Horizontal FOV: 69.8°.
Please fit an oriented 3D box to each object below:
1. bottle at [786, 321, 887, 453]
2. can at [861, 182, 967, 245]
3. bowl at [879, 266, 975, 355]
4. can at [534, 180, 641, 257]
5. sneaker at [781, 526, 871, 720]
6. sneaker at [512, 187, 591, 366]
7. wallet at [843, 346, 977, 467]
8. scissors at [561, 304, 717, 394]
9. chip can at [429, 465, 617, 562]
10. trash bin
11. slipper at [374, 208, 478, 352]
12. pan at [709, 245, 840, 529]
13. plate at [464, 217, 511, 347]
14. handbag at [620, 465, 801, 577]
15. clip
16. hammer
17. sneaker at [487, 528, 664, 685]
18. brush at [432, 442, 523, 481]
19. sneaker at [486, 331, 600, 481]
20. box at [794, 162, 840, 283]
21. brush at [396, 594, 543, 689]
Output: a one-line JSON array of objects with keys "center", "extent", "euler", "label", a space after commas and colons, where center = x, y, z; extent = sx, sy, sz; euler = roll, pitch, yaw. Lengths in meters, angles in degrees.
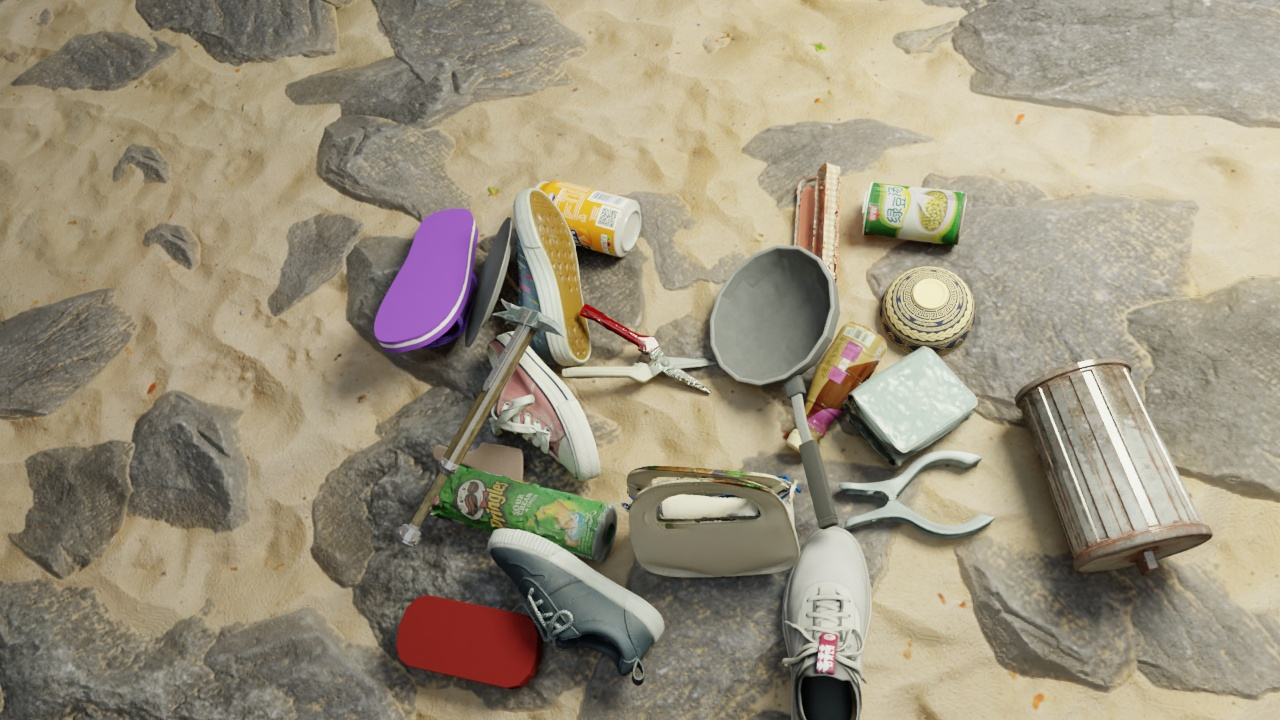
[{"center": [0.229, 0.036, 1.093], "extent": [0.060, 0.059, 0.166], "euler": [30, 85, 22], "label": "bottle"}, {"center": [0.342, -0.184, 1.154], "extent": [0.121, 0.067, 0.067], "euler": [10, 70, 16], "label": "can"}, {"center": [0.347, -0.067, 1.106], "extent": [0.112, 0.061, 0.112], "euler": [-5, 67, 11], "label": "bowl"}, {"center": [-0.075, -0.194, 1.245], "extent": [0.142, 0.079, 0.079], "euler": [18, 73, 19], "label": "can"}, {"center": [0.194, 0.293, 0.954], "extent": [0.097, 0.129, 0.262], "euler": [2, 64, 10], "label": "sneaker"}, {"center": [-0.130, -0.104, 1.197], "extent": [0.079, 0.087, 0.235], "euler": [-12, 93, 28], "label": "sneaker"}, {"center": [0.313, 0.052, 1.062], "extent": [0.131, 0.054, 0.100], "euler": [-30, 70, -15], "label": "wallet"}, {"center": [-0.011, -0.005, 1.157], "extent": [0.179, 0.015, 0.193], "euler": [-30, 74, -18], "label": "scissors"}, {"center": [-0.139, 0.183, 1.105], "extent": [0.223, 0.075, 0.075], "euler": [11, 70, 17], "label": "chip can"}, {"center": [0.490, 0.118, 0.961], "extent": [0.131, 0.131, 0.210], "euler": [-14, 64, 6], "label": "trash bin"}, {"center": [-0.273, -0.092, 1.253], "extent": [0.107, 0.084, 0.265], "euler": [-5, 46, 11], "label": "slipper"}, {"center": [0.180, 0.026, 1.077], "extent": [0.179, 0.041, 0.356], "euler": [-30, 56, 32], "label": "pan"}, {"center": [-0.195, -0.100, 1.197], "extent": [0.012, 0.179, 0.178], "euler": [18, 69, -18], "label": "plate"}, {"center": [0.074, 0.157, 0.998], "extent": [0.201, 0.200, 0.092], "euler": [-4, 54, 9], "label": "handbag"}, {"center": [0.316, 0.181, 1.029], "extent": [0.171, 0.029, 0.141], "euler": [-16, 64, 6], "label": "clip"}, {"center": [-0.198, 0.078, 1.087], "extent": [0.147, 0.028, 0.316], "euler": [18, 77, 50], "label": "hammer"}, {"center": [-0.085, 0.277, 1.036], "extent": [0.236, 0.089, 0.087], "euler": [27, 55, 16], "label": "sneaker"}, {"center": [-0.206, 0.126, 1.171], "extent": [0.136, 0.015, 0.050], "euler": [7, 101, 24], "label": "brush"}, {"center": [-0.139, 0.063, 1.142], "extent": [0.087, 0.118, 0.241], "euler": [-27, 57, -22], "label": "sneaker"}, {"center": [0.227, -0.164, 1.179], "extent": [0.043, 0.083, 0.186], "euler": [14, 66, -14], "label": "box"}, {"center": [-0.197, 0.329, 1.074], "extent": [0.173, 0.042, 0.082], "euler": [7, 69, 15], "label": "brush"}]
